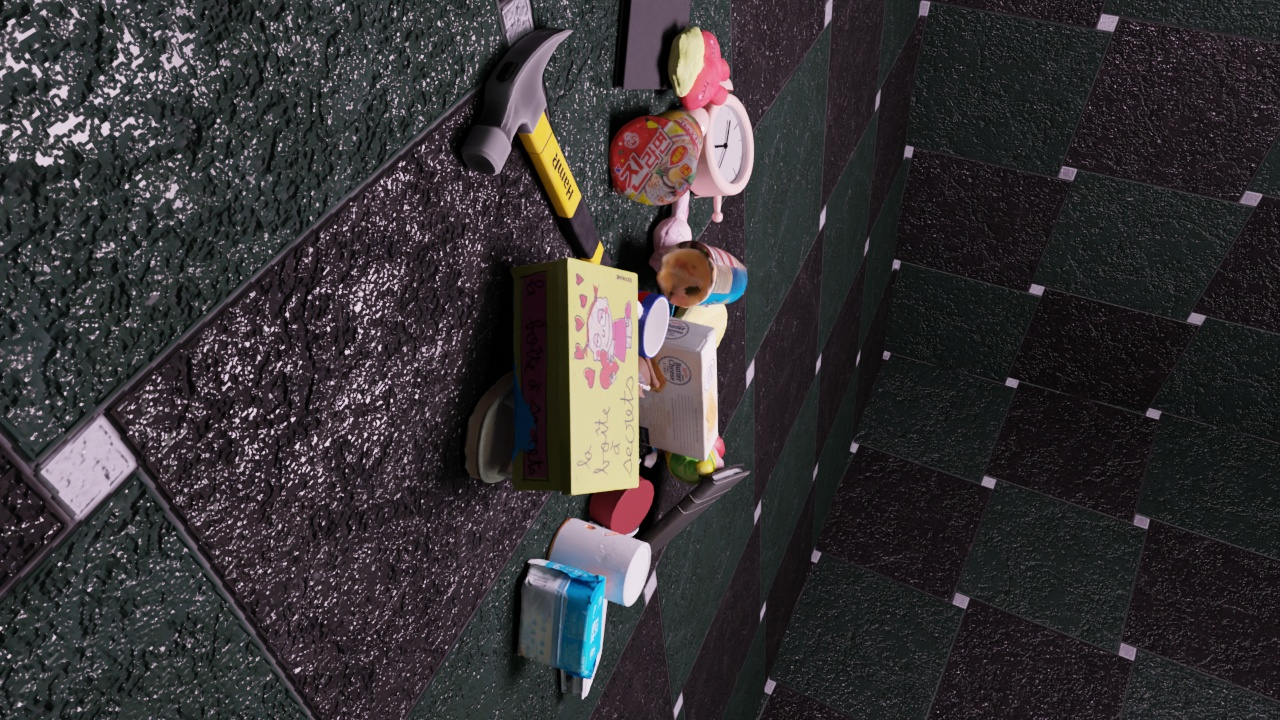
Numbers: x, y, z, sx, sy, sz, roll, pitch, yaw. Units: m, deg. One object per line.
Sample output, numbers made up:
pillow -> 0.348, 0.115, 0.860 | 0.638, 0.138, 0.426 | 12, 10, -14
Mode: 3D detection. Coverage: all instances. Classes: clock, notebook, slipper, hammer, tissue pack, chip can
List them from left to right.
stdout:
slipper -> -0.095, 0.052, 0.978 | 0.271, 0.054, 0.114 | -35, 129, -61
tissue pack -> -0.093, 0.303, 1.081 | 0.061, 0.093, 0.145 | -48, 146, -64
hammer -> -0.077, -0.176, 0.909 | 0.325, 0.034, 0.169 | 65, 42, -60
clock -> -0.029, 0.196, 1.215 | 0.087, 0.044, 0.125 | -3, 117, -53
notebook -> 0.024, -0.423, 1.022 | 0.168, 0.019, 0.232 | -31, 132, -60
notebook -> 0.063, 0.230, 1.365 | 0.209, 0.029, 0.169 | -41, 166, 18
chip can -> 0.084, -0.109, 1.179 | 0.229, 0.080, 0.080 | -14, 116, -74
clock -> 0.090, -0.285, 1.214 | 0.130, 0.086, 0.161 | -60, 145, -35

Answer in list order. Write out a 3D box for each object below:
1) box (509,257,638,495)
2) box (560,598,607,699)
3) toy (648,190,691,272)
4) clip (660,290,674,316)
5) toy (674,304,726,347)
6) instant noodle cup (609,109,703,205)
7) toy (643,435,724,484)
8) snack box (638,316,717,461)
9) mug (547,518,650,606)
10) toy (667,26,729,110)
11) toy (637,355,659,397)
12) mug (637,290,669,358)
box -> -0.062, 0.019, 0.896 | 0.124, 0.079, 0.221 | 10, 77, -56
box -> -0.070, 0.358, 1.231 | 0.118, 0.063, 0.214 | -48, 144, -55
toy -> 0.044, -0.168, 1.195 | 0.063, 0.047, 0.110 | 49, 54, -75
clip -> 0.040, -0.099, 1.227 | 0.118, 0.033, 0.120 | -58, 161, -75
toy -> 0.078, -0.036, 1.338 | 0.170, 0.065, 0.155 | -34, 140, -58
instant noodle cup -> 0.029, -0.243, 1.053 | 0.112, 0.100, 0.100 | -56, 152, -57
toy -> 0.072, 0.140, 1.358 | 0.097, 0.124, 0.131 | -56, -171, 35
snack box -> 0.049, 0.038, 1.252 | 0.057, 0.104, 0.208 | -56, 151, -41
mug -> -0.051, 0.248, 1.130 | 0.082, 0.105, 0.082 | 15, 89, -69
toy -> 0.072, -0.344, 1.094 | 0.135, 0.045, 0.091 | 9, 98, -61
toy -> -0.007, 0.007, 1.177 | 0.054, 0.041, 0.102 | -28, 131, -10
mug -> -0.020, -0.053, 1.059 | 0.112, 0.076, 0.075 | 50, 57, -64
